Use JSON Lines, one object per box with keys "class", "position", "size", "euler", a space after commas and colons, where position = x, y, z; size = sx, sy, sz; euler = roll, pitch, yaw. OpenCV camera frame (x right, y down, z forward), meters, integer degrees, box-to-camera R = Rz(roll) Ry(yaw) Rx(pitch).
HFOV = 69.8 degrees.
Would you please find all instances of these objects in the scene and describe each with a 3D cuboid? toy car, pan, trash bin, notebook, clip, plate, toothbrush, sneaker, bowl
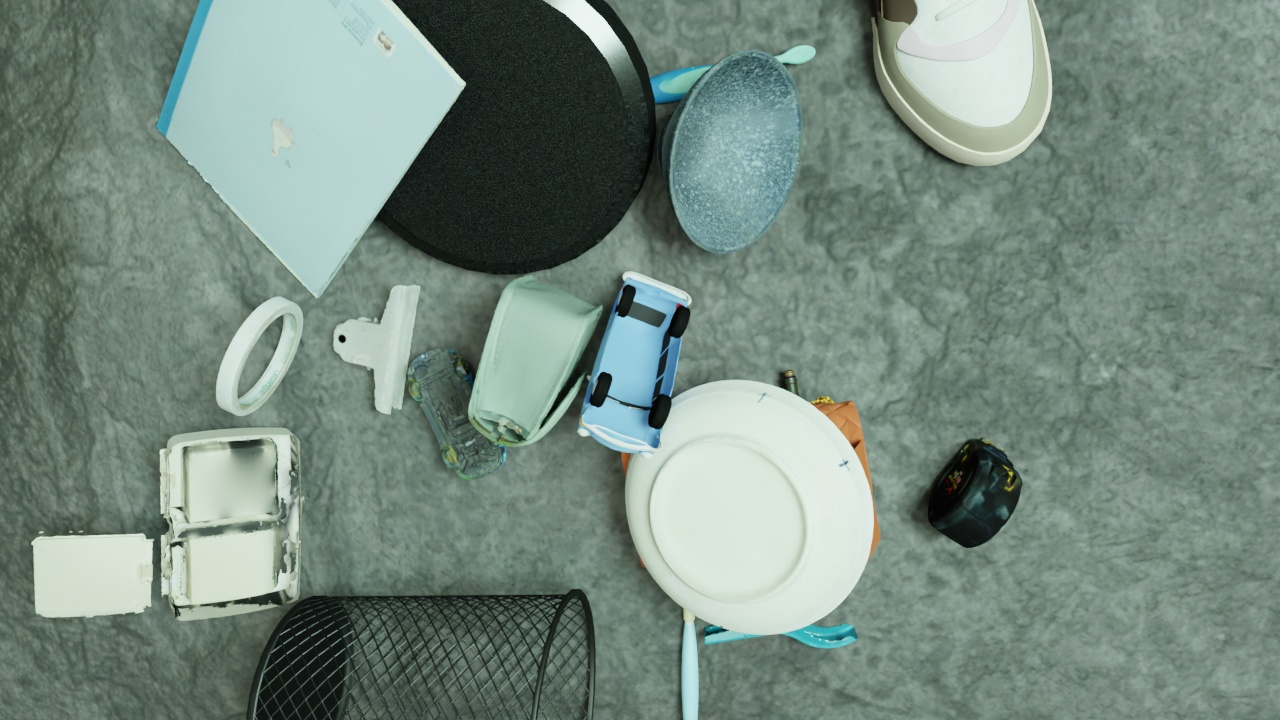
{"class": "toy car", "position": [-0.004, 0.004, 0.646], "size": [0.056, 0.153, 0.055], "euler": [21, 139, -8]}
{"class": "pan", "position": [-0.147, -0.203, 0.608], "size": [0.226, 0.034, 0.356], "euler": [-36, 113, 25]}
{"class": "trash bin", "position": [-0.156, 0.256, 0.680], "size": [0.210, 0.183, 0.184], "euler": [2, 99, 10]}
{"class": "toy car", "position": [-0.140, 0.040, 0.710], "size": [0.048, 0.032, 0.105], "euler": [-28, 91, 9]}
{"class": "notebook", "position": [-0.239, -0.173, 0.627], "size": [0.181, 0.009, 0.254], "euler": [48, 133, -5]}
{"class": "clip", "position": [0.110, 0.176, 0.715], "size": [0.130, 0.030, 0.120], "euler": [12, 105, 2]}
{"class": "plate", "position": [0.065, 0.105, 0.629], "size": [0.183, 0.034, 0.182], "euler": [4, 99, 25]}
{"class": "clip", "position": [-0.206, -0.012, 0.702], "size": [0.059, 0.052, 0.102], "euler": [9, 99, -10]}
{"class": "toothbrush", "position": [0.058, -0.207, 0.663], "size": [0.135, 0.017, 0.022], "euler": [-11, 99, 9]}
{"class": "toothbrush", "position": [0.038, 0.225, 0.734], "size": [0.022, 0.016, 0.155], "euler": [4, 101, 37]}
{"class": "sneaker", "position": [0.189, -0.265, 0.589], "size": [0.112, 0.116, 0.294], "euler": [-27, 96, 8]}
{"class": "bowl", "position": [0.050, -0.147, 0.641], "size": [0.057, 0.136, 0.137], "euler": [24, 103, 41]}

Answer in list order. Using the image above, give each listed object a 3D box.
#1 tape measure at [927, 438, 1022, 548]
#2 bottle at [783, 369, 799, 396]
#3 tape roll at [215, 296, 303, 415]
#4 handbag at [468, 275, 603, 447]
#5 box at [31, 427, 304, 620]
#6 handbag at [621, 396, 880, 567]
{"class": "tape measure", "position": [0.245, 0.099, 0.670], "size": [0.042, 0.071, 0.072], "euler": [34, 106, -5]}
{"class": "bottle", "position": [0.120, 0.059, 0.695], "size": [0.025, 0.025, 0.106], "euler": [-9, 99, 6]}
{"class": "tape roll", "position": [-0.282, -0.003, 0.683], "size": [0.013, 0.093, 0.093], "euler": [25, 100, 1]}
{"class": "handbag", "position": [-0.071, 0.001, 0.654], "size": [0.067, 0.121, 0.106], "euler": [21, 98, 0]}
{"class": "box", "position": [-0.355, 0.124, 0.698], "size": [0.184, 0.044, 0.143], "euler": [0, 100, -32]}
{"class": "handbag", "position": [0.078, 0.088, 0.671], "size": [0.172, 0.060, 0.109], "euler": [-8, 98, 27]}
